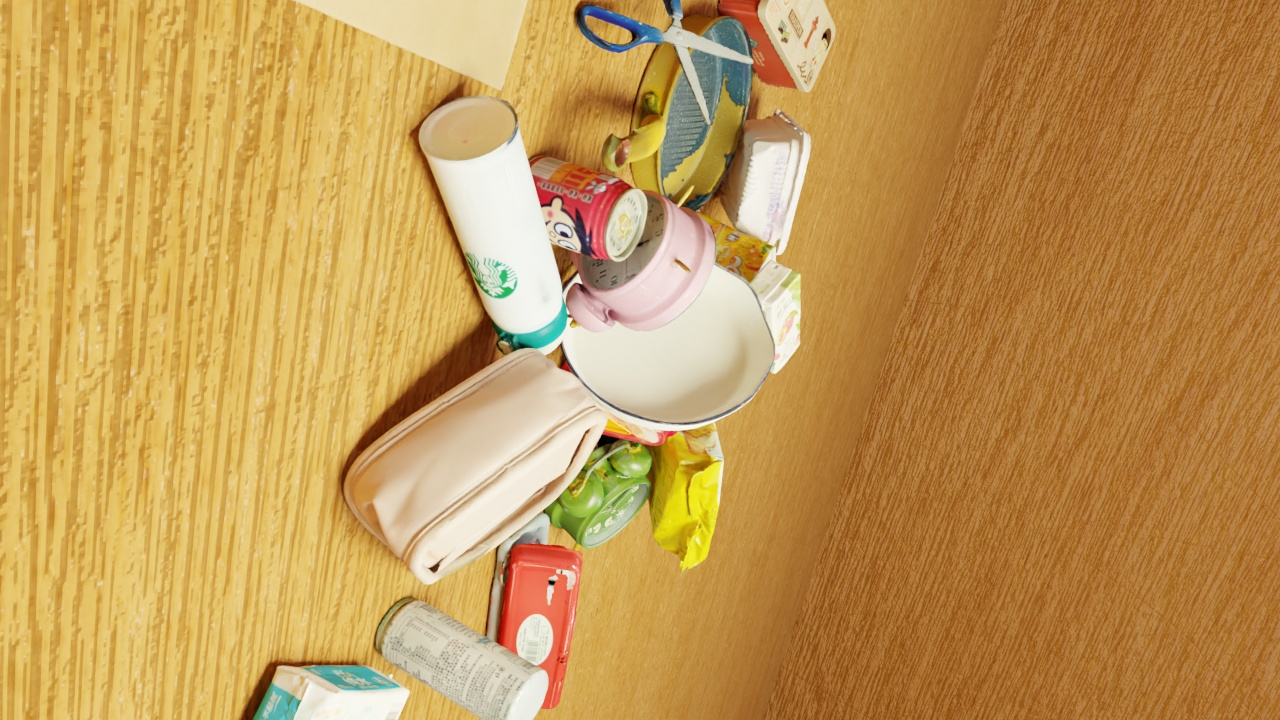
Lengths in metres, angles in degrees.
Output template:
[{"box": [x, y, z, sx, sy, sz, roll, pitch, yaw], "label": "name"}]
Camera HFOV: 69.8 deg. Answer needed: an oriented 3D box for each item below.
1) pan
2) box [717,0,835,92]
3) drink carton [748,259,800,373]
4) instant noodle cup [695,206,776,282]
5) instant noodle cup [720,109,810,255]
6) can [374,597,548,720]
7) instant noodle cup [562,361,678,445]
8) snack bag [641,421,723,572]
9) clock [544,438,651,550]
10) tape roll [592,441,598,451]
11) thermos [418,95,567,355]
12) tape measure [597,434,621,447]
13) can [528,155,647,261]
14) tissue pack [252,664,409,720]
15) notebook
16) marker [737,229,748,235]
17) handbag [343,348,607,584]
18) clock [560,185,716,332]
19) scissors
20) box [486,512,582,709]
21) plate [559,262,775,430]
[{"box": [0.032, -0.218, 0.855, 0.356, 0.078, 0.198, -31, 137, -56], "label": "pan"}, {"box": [0.144, -0.372, 0.994, 0.168, 0.077, 0.091, 29, 84, -61], "label": "box"}, {"box": [0.137, -0.046, 0.961, 0.053, 0.045, 0.123, -47, 150, -20], "label": "drink carton"}, {"box": [0.078, -0.096, 1.010, 0.116, 0.124, 0.116, -56, 154, -28], "label": "instant noodle cup"}, {"box": [0.134, -0.209, 1.042, 0.173, 0.060, 0.138, -101, -160, -64], "label": "instant noodle cup"}, {"box": [-0.152, 0.257, 0.777, 0.058, 0.147, 0.058, -48, 149, -41], "label": "can"}, {"box": [-0.006, 0.005, 0.943, 0.117, 0.116, 0.124, 79, 28, -54], "label": "instant noodle cup"}, {"box": [0.041, 0.101, 1.050, 0.246, 0.068, 0.158, -100, -170, -53], "label": "snack bag"}, {"box": [-0.042, 0.140, 0.988, 0.115, 0.056, 0.161, -35, 153, -27], "label": "clock"}, {"box": [-0.040, 0.113, 1.076, 0.085, 0.014, 0.086, -48, 150, -41], "label": "tape roll"}, {"box": [-0.102, -0.085, 0.689, 0.073, 0.073, 0.224, -56, 155, -28], "label": "thermos"}, {"box": [-0.033, 0.070, 1.027, 0.058, 0.025, 0.054, -45, 125, -42], "label": "tape measure"}, {"box": [-0.049, -0.122, 0.739, 0.066, 0.094, 0.067, -48, 150, -41], "label": "can"}, {"box": [-0.244, 0.283, 0.703, 0.090, 0.063, 0.140, -66, 159, -11], "label": "tissue pack"}, {"box": [-0.123, -0.262, 0.556, 0.211, 0.012, 0.149, -4, 114, -65], "label": "notebook"}, {"box": [0.161, -0.225, 1.222, 0.145, 0.017, 0.017, -65, 157, -7], "label": "marker"}, {"box": [-0.129, 0.112, 0.764, 0.193, 0.093, 0.235, -36, 158, -24], "label": "handbag"}, {"box": [-0.013, -0.083, 0.797, 0.059, 0.159, 0.117, 31, 49, -40], "label": "clock"}, {"box": [0.024, -0.280, 0.763, 0.173, 0.012, 0.162, 4, 80, -30], "label": "scissors"}, {"box": [-0.117, 0.264, 0.983, 0.098, 0.095, 0.202, -94, -167, -65], "label": "box"}, {"box": [0.021, -0.021, 0.861, 0.204, 0.205, 0.046, -53, 169, -32], "label": "plate"}]
